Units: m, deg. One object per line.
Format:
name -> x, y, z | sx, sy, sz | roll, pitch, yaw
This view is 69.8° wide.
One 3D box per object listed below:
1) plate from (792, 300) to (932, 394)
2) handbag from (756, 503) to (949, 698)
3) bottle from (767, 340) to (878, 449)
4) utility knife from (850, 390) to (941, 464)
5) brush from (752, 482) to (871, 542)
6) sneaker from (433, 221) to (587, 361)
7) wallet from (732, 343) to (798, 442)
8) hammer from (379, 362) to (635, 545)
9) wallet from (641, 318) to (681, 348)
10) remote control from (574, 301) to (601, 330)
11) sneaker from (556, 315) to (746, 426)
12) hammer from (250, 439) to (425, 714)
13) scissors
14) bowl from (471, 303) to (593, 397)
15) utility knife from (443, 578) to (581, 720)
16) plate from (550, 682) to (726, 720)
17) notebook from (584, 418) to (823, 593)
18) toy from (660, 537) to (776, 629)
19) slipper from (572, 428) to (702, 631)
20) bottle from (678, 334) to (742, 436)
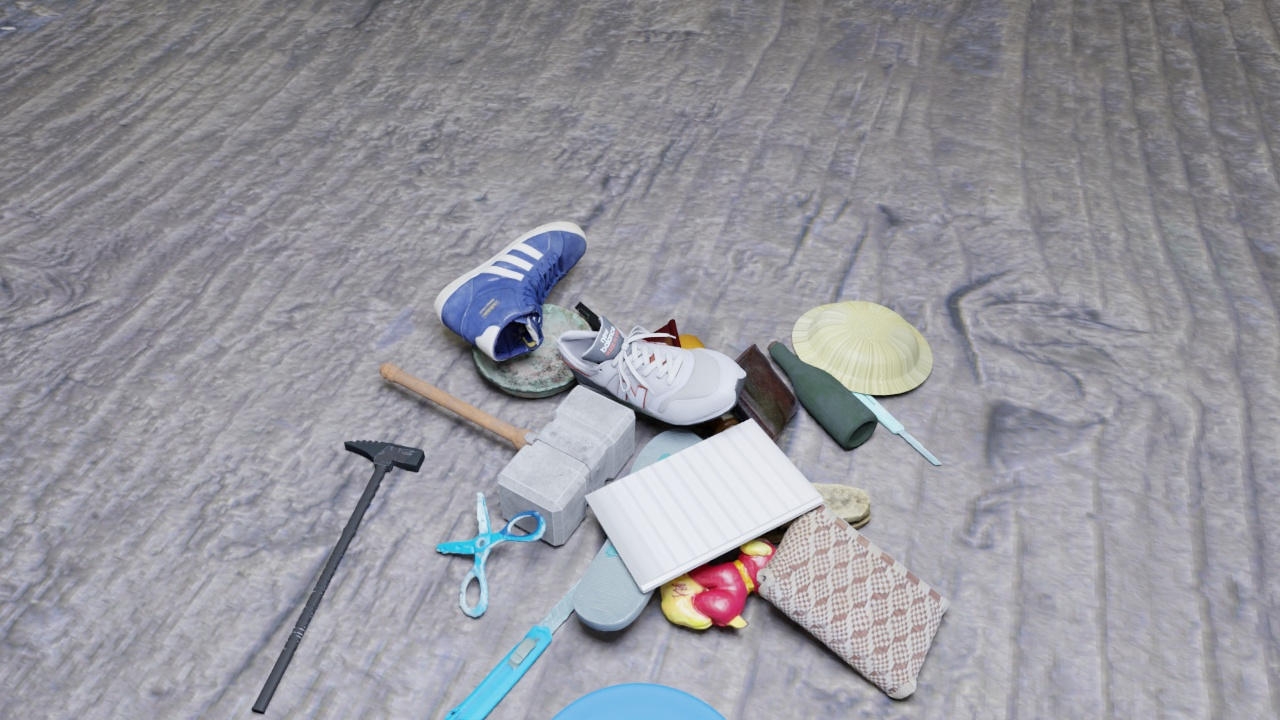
plate -> 0.294, -0.032, 1.202 | 0.184, 0.036, 0.184 | 3, 42, -3
handbag -> 0.213, 0.238, 0.929 | 0.186, 0.047, 0.123 | 38, 55, 4
bottle -> 0.217, 0.034, 1.138 | 0.055, 0.055, 0.174 | -24, 51, -22
utility knife -> 0.306, 0.075, 1.133 | 0.022, 0.015, 0.166 | -24, 55, -30
brush -> 0.164, 0.166, 1.011 | 0.195, 0.043, 0.059 | 1, 50, -11
sneaker -> -0.130, -0.086, 1.157 | 0.232, 0.092, 0.118 | -31, 50, -26
wallet -> 0.140, 0.041, 1.096 | 0.099, 0.031, 0.119 | 54, 34, -3
hammer -> -0.181, 0.070, 1.071 | 0.318, 0.083, 0.162 | 24, 51, 20
wallet -> 0.003, 0.010, 1.129 | 0.116, 0.018, 0.091 | -34, 42, 24
remote control -> -0.043, -0.038, 1.176 | 0.013, 0.034, 0.150 | -49, 35, 0
sneaker -> -0.006, 0.006, 1.028 | 0.240, 0.124, 0.088 | 0, 59, 46
hammer -> -0.335, 0.216, 0.978 | 0.095, 0.015, 0.323 | 10, 48, 7
scissors -> -0.157, 0.198, 0.966 | 0.140, 0.011, 0.133 | -21, 56, 17
bowl -> -0.135, -0.007, 1.175 | 0.157, 0.039, 0.157 | 1, 47, -1
utility knife -> -0.121, 0.294, 0.912 | 0.031, 0.015, 0.220 | 32, 52, 19
plate -> 0.000, 0.398, 0.810 | 0.224, 0.024, 0.223 | 1, 47, -1
notebook -> 0.064, 0.146, 0.964 | 0.209, 0.009, 0.142 | -23, 41, -14
toy -> 0.087, 0.232, 0.946 | 0.137, 0.067, 0.105 | -18, 46, -9
slipper -> 0.017, 0.182, 0.981 | 0.098, 0.055, 0.267 | 4, 42, 24
bottle -> 0.078, 0.042, 1.116 | 0.067, 0.068, 0.157 | -18, 50, -18
